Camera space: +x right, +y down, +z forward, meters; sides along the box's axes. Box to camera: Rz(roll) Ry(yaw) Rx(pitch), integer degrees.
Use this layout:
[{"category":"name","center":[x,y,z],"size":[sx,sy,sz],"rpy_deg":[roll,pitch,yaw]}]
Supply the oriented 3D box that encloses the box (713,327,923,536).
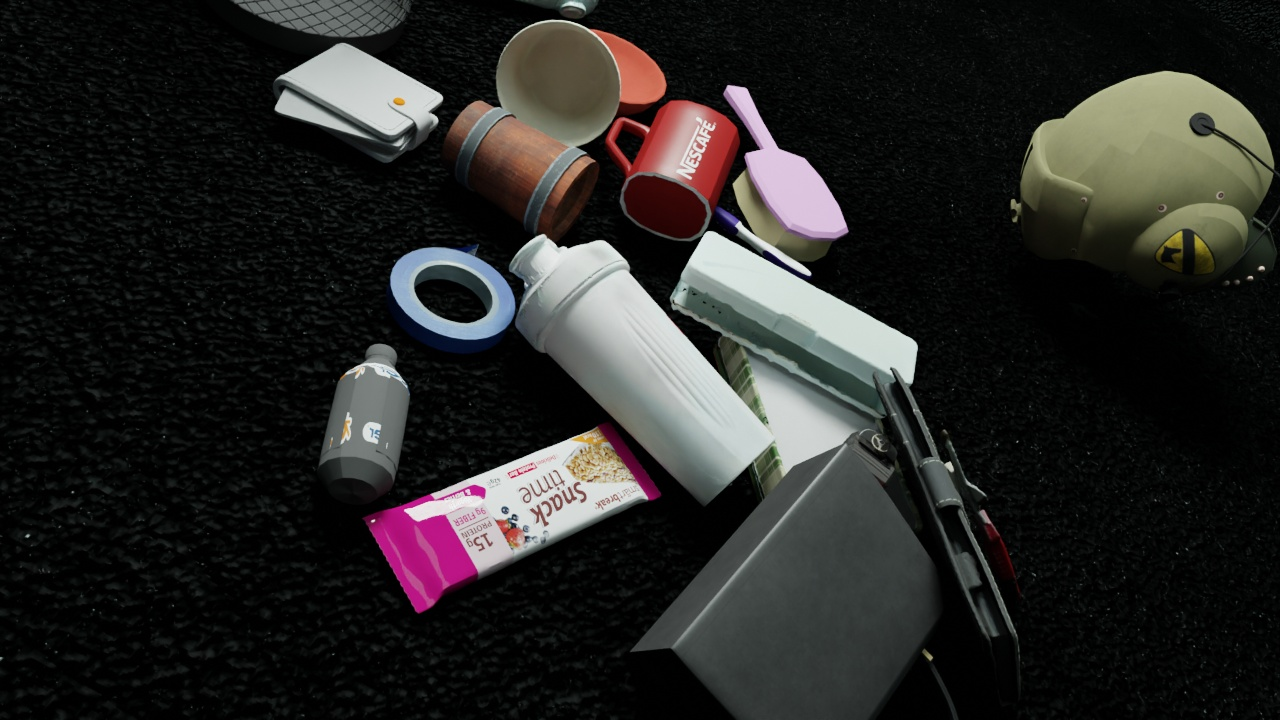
[{"category":"box","center":[0.134,0.057,0.726],"size":[0.117,0.050,0.205],"rpy_deg":[2,50,-23]}]

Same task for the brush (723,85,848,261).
[{"category":"brush","center":[0.133,-0.198,0.954],"size":[0.089,0.043,0.228],"rpy_deg":[-2,53,-30]}]

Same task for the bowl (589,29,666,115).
[{"category":"bowl","center":[-0.036,-0.293,0.953],"size":[0.122,0.035,0.121],"rpy_deg":[15,46,-16]}]

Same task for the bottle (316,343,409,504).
[{"category":"bottle","center":[-0.172,0.036,0.579],"size":[0.047,0.047,0.112],"rpy_deg":[13,47,-18]}]

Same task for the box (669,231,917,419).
[{"category":"box","center":[0.125,-0.033,0.733],"size":[0.199,0.067,0.083],"rpy_deg":[27,65,0]}]

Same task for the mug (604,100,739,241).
[{"category":"mug","center":[0.022,-0.179,0.839],"size":[0.116,0.081,0.096],"rpy_deg":[22,58,0]}]

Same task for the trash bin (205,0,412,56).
[{"category":"trash bin","center":[-0.276,-0.415,0.792],"size":[0.217,0.228,0.217],"rpy_deg":[15,46,-16]}]

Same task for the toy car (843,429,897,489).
[{"category":"toy car","center":[0.161,0.071,0.649],"size":[0.040,0.037,0.092],"rpy_deg":[39,13,11]}]

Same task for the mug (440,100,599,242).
[{"category":"mug","center":[-0.097,-0.166,0.785],"size":[0.111,0.082,0.117],"rpy_deg":[32,26,6]}]

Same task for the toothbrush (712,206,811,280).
[{"category":"toothbrush","center":[0.087,-0.133,0.892],"size":[0.186,0.016,0.015],"rpy_deg":[36,47,4]}]

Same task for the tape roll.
[{"category":"tape roll","center":[-0.142,-0.046,0.689],"size":[0.091,0.016,0.093],"rpy_deg":[-15,60,-37]}]

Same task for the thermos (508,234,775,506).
[{"category":"thermos","center":[-0.004,0.004,0.675],"size":[0.220,0.100,0.099],"rpy_deg":[47,46,9]}]

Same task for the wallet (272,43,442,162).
[{"category":"wallet","center":[-0.241,-0.212,0.770],"size":[0.118,0.038,0.115],"rpy_deg":[29,44,3]}]

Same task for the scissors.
[{"category":"scissors","center":[0.251,0.109,0.697],"size":[0.198,0.015,0.179],"rpy_deg":[59,9,-19]}]

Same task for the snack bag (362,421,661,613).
[{"category":"snack bag","center":[-0.075,0.095,0.601],"size":[0.196,0.016,0.070],"rpy_deg":[-19,64,-39]}]

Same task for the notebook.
[{"category":"notebook","center":[0.220,0.123,0.657],"size":[0.029,0.169,0.208],"rpy_deg":[-22,51,9]}]

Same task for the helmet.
[{"category":"helmet","center":[0.521,-0.174,0.975],"size":[0.233,0.256,0.249],"rpy_deg":[32,42,-4]}]

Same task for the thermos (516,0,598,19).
[{"category":"thermos","center":[-0.144,-0.425,0.990],"size":[0.206,0.065,0.077],"rpy_deg":[5,73,-25]}]

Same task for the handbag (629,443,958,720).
[{"category":"handbag","center":[0.128,0.188,0.574],"size":[0.196,0.072,0.175],"rpy_deg":[47,63,0]}]

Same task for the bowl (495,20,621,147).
[{"category":"bowl","center":[-0.073,-0.264,0.861],"size":[0.115,0.116,0.062],"rpy_deg":[23,30,-8]}]
